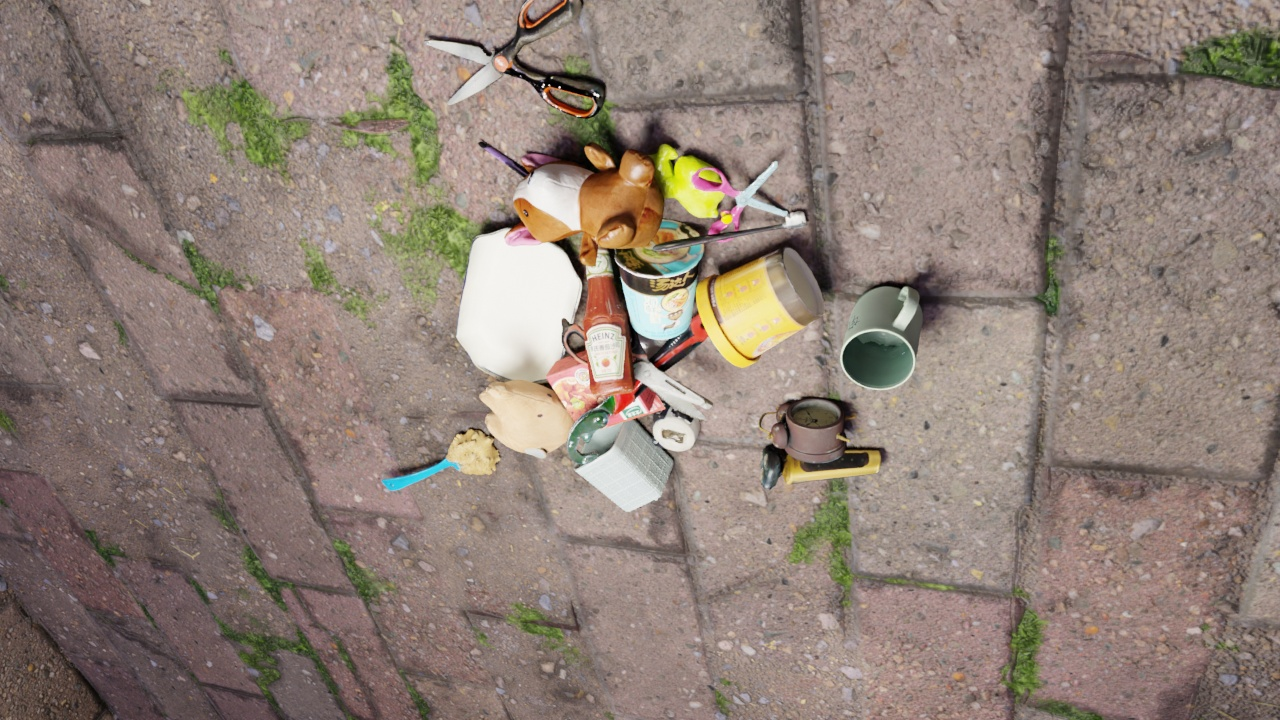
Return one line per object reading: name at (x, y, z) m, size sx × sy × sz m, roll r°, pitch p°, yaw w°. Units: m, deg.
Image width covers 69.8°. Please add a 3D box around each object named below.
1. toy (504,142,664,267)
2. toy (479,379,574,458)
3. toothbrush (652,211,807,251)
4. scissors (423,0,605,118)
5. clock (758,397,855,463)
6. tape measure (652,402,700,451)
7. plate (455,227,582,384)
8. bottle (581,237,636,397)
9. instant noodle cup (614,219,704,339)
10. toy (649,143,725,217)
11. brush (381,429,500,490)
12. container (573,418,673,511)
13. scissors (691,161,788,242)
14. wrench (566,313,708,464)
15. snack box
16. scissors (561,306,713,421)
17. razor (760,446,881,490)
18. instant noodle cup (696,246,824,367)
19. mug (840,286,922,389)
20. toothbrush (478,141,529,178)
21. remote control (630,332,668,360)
toy at (-0.075, -0.185, 1.071) m, size 0.200 × 0.140 × 0.130 m, roll 14°, pitch 172°, yaw 36°
toy at (-0.158, 0.072, 1.304) m, size 0.143 × 0.082 × 0.226 m, roll 4°, pitch 156°, yaw -1°
toothbrush at (0.103, -0.148, 1.065) m, size 0.181 × 0.015 × 0.018 m, roll -11°, pitch 132°, yaw 6°
scissors at (-0.137, -0.341, 1.053) m, size 0.227 × 0.021 × 0.222 m, roll 38°, pitch 131°, yaw -9°
clock at (0.215, 0.088, 1.195) m, size 0.122 × 0.081 × 0.055 m, roll 6°, pitch 123°, yaw 18°
tape measure at (0.050, 0.096, 1.303) m, size 0.066 × 0.033 × 0.066 m, roll 11°, pitch 131°, yaw 16°
plate at (-0.166, -0.074, 1.263) m, size 0.162 × 0.034 × 0.266 m, roll 23°, pitch 131°, yaw 4°
bottle at (-0.045, -0.059, 1.150) m, size 0.060 × 0.059 × 0.206 m, roll -8°, pitch 86°, yaw 28°
instant noodle cup at (0.025, -0.093, 1.128) m, size 0.111 × 0.111 × 0.121 m, roll 11°, pitch 137°, yaw 15°
toy at (0.052, -0.208, 1.068) m, size 0.100 × 0.031 × 0.097 m, roll 3°, pitch 130°, yaw 26°
brush at (-0.335, 0.177, 1.517) m, size 0.255 × 0.045 × 0.083 m, roll -21°, pitch 119°, yaw 28°
container at (-0.020, 0.152, 1.343) m, size 0.111 × 0.089 × 0.090 m, roll 44°, pitch 130°, yaw -18°
scissors at (0.110, -0.184, 1.045) m, size 0.134 × 0.017 × 0.134 m, roll 21°, pitch 137°, yaw -24°
wrench at (-0.001, 0.033, 1.205) m, size 0.056 × 0.016 × 0.274 m, roll 40°, pitch 101°, yaw -20°
snack box at (-0.047, 0.045, 1.259) m, size 0.113 × 0.044 × 0.127 m, roll -20°, pitch 115°, yaw 27°
scissors at (0.001, -0.004, 1.180) m, size 0.205 × 0.015 × 0.198 m, roll -5°, pitch 86°, yaw 6°
razor at (0.242, 0.141, 1.245) m, size 0.168 × 0.062 × 0.067 m, roll -6°, pitch 153°, yaw 21°
instant noodle cup at (0.145, -0.068, 1.086) m, size 0.115 × 0.118 × 0.118 m, roll -29°, pitch 111°, yaw 29°
mug at (0.284, -0.039, 1.049) m, size 0.082 × 0.106 × 0.112 m, roll 28°, pitch 132°, yaw 2°
toothbrush at (-0.124, -0.217, 1.149) m, size 0.189 × 0.014 × 0.017 m, roll 34°, pitch 144°, yaw -4°
remote control at (0.003, -0.010, 1.248) m, size 0.049 × 0.024 × 0.125 m, roll 30°, pitch 131°, yaw -1°
